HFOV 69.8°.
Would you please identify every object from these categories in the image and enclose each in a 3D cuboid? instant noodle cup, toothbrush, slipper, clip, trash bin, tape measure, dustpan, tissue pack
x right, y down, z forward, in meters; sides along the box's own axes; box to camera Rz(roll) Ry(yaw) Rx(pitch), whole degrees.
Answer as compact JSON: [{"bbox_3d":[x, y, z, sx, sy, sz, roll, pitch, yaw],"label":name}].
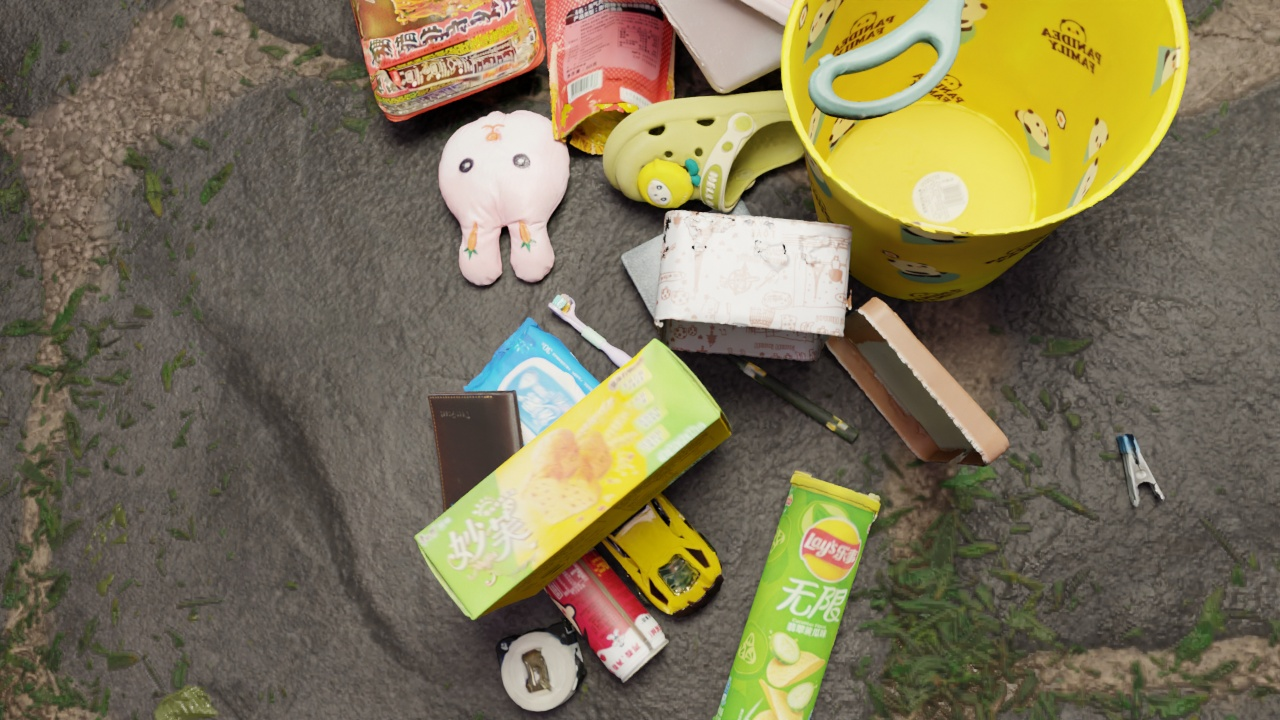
[{"bbox_3d":[-0.180,-0.319,0.861,0.164,0.079,0.188,-18,78,7],"label":"instant noodle cup"},{"bbox_3d":[-0.005,0.005,0.798,0.189,0.029,0.021,39,129,13],"label":"toothbrush"},{"bbox_3d":[0.063,-0.172,0.776,0.190,0.092,0.081,-11,56,4],"label":"slipper"},{"bbox_3d":[0.383,0.083,0.707,0.030,0.024,0.057,-16,81,11],"label":"clip"},{"bbox_3d":[0.221,-0.160,0.663,0.230,0.255,0.229,-2,79,10],"label":"trash bin"},{"bbox_3d":[-0.080,0.254,0.758,0.066,0.033,0.066,-21,76,8],"label":"tape measure"},{"bbox_3d":[0.076,-0.344,0.738,0.139,0.273,0.222,-24,47,20],"label":"dustpan"},{"bbox_3d":[-0.073,0.044,0.786,0.157,0.052,0.095,42,90,15],"label":"tissue pack"},{"bbox_3d":[0.103,0.015,0.779,0.186,0.017,0.012,33,85,13],"label":"toothbrush"}]

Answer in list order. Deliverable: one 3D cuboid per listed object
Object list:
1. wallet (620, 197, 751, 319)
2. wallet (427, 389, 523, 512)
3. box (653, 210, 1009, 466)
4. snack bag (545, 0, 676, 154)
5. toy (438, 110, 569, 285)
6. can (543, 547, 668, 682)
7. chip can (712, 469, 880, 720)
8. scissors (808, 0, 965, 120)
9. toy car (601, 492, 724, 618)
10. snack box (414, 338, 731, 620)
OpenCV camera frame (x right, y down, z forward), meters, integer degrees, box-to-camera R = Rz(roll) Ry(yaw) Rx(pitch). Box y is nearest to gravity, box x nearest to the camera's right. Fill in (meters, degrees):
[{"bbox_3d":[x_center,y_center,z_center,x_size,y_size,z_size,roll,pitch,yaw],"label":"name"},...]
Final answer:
[{"bbox_3d":[0.055,-0.078,0.794,0.121,0.019,0.097,-26,70,-3],"label":"wallet"},{"bbox_3d":[-0.135,0.086,0.777,0.096,0.020,0.122,-2,98,31],"label":"wallet"},{"bbox_3d":[0.133,-0.019,0.676,0.274,0.179,0.124,28,87,6],"label":"box"},{"bbox_3d":[-0.027,-0.296,0.839,0.128,0.073,0.207,-3,74,5],"label":"snack bag"},{"bbox_3d":[-0.122,-0.149,0.834,0.121,0.054,0.159,-5,86,7],"label":"toy"},{"bbox_3d":[-0.038,0.195,0.751,0.053,0.053,0.132,-43,75,1],"label":"can"},{"bbox_3d":[0.119,0.200,0.710,0.072,0.072,0.221,17,83,13],"label":"chip can"},{"bbox_3d":[0.155,-0.207,0.543,0.172,0.019,0.179,13,82,11],"label":"scissors"},{"bbox_3d":[0.001,0.139,0.746,0.071,0.041,0.156,-39,93,1],"label":"toy car"},{"bbox_3d":[-0.037,0.085,0.653,0.210,0.157,0.070,-39,78,1],"label":"snack box"}]
